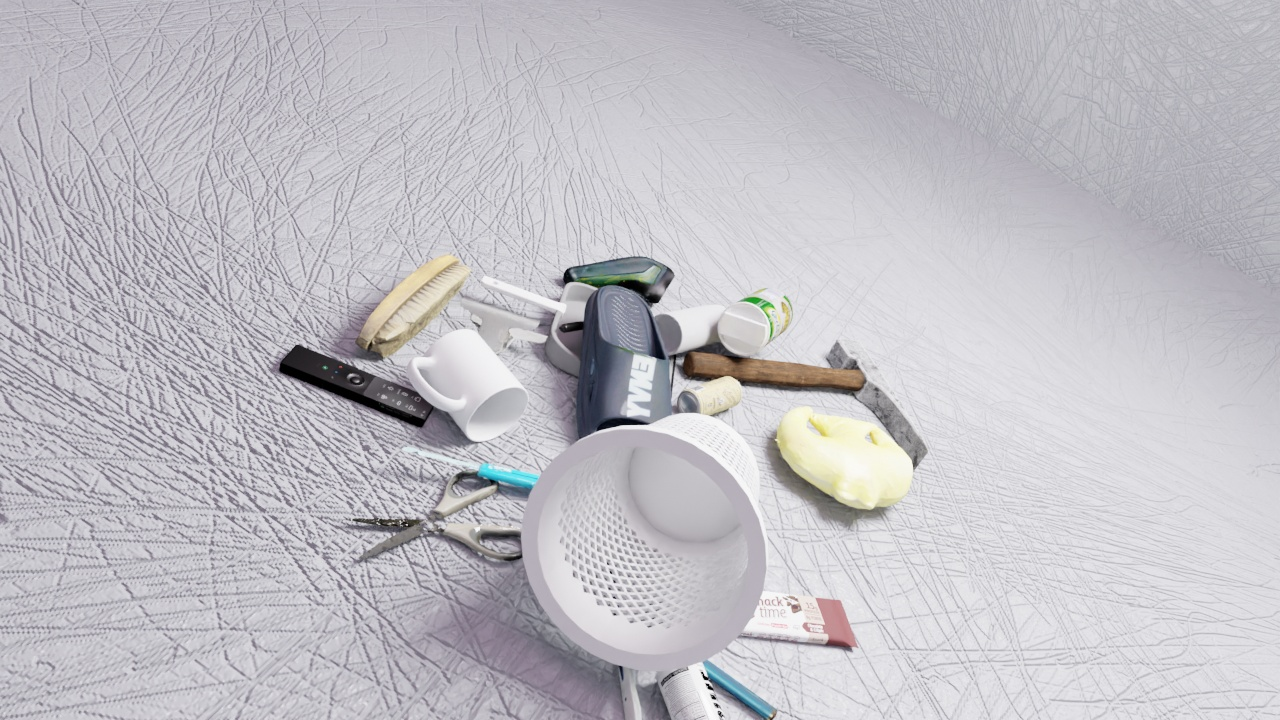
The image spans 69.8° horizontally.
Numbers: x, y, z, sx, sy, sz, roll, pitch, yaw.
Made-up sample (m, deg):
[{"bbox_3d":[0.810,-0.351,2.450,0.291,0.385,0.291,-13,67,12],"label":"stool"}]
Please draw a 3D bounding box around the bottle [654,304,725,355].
[{"bbox_3d":[0.082,-0.044,1.186,0.052,0.053,0.194,41,28,22],"label":"bottle"}]

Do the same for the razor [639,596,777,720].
[{"bbox_3d":[0.057,0.264,0.797,0.144,0.022,0.042,37,29,9],"label":"razor"}]

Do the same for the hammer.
[{"bbox_3d":[0.202,0.043,1.168,0.300,0.037,0.217,6,39,-25],"label":"hammer"}]

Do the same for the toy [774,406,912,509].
[{"bbox_3d":[0.237,0.116,1.066,0.170,0.065,0.154,15,36,-8],"label":"toy"}]

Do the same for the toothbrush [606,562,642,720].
[{"bbox_3d":[-0.011,0.246,0.781,0.017,0.016,0.188,21,33,-24],"label":"toothbrush"}]

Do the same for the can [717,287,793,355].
[{"bbox_3d":[0.149,-0.051,1.175,0.067,0.067,0.120,34,25,13],"label":"can"}]

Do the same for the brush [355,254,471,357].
[{"bbox_3d":[-0.246,-0.063,1.010,0.043,0.059,0.194,35,36,-1],"label":"brush"}]

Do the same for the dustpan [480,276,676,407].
[{"bbox_3d":[-0.072,-0.042,1.110,0.257,0.033,0.162,20,35,-7],"label":"dustpan"}]

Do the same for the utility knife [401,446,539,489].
[{"bbox_3d":[-0.139,0.108,0.868,0.178,0.015,0.022,17,22,-24],"label":"utility knife"}]

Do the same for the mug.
[{"bbox_3d":[-0.179,0.024,0.911,0.090,0.074,0.110,46,24,28],"label":"mug"}]

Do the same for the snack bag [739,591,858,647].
[{"bbox_3d":[0.133,0.243,0.877,0.157,0.013,0.057,12,35,-18],"label":"snack bag"}]

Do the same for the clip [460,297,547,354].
[{"bbox_3d":[-0.160,-0.035,1.040,0.102,0.052,0.057,18,19,19],"label":"clip"}]

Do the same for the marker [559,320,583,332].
[{"bbox_3d":[-0.043,-0.046,1.108,0.011,0.011,0.151,44,32,26],"label":"marker"}]

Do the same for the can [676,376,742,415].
[{"bbox_3d":[0.083,0.045,1.088,0.079,0.038,0.038,-16,51,-44],"label":"can"}]

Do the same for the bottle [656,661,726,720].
[{"bbox_3d":[0.049,0.294,0.732,0.041,0.041,0.116,4,40,-28],"label":"bottle"}]

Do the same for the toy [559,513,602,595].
[{"bbox_3d":[-0.064,0.167,0.842,0.049,0.030,0.111,23,25,-32],"label":"toy"}]

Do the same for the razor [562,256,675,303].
[{"bbox_3d":[-0.027,-0.105,1.216,0.151,0.054,0.067,-3,60,-26],"label":"razor"}]

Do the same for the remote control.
[{"bbox_3d":[-0.280,0.025,0.910,0.150,0.013,0.034,22,34,-4],"label":"remote control"}]

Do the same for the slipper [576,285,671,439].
[{"bbox_3d":[-0.006,0.006,1.016,0.110,0.084,0.267,18,46,-24],"label":"slipper"}]

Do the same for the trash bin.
[{"bbox_3d":[0.025,0.132,0.800,0.195,0.196,0.199,31,16,8],"label":"trash bin"}]

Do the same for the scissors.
[{"bbox_3d":[-0.170,0.144,0.819,0.166,0.013,0.157,26,32,1],"label":"scissors"}]
